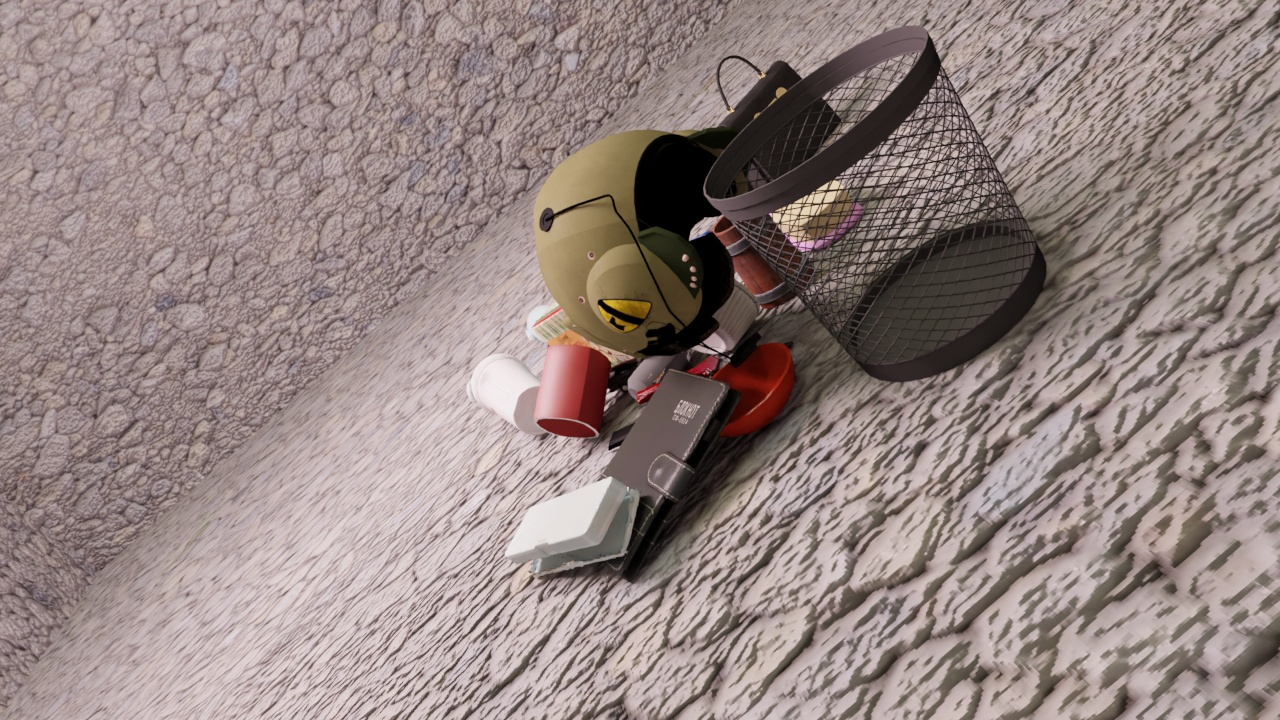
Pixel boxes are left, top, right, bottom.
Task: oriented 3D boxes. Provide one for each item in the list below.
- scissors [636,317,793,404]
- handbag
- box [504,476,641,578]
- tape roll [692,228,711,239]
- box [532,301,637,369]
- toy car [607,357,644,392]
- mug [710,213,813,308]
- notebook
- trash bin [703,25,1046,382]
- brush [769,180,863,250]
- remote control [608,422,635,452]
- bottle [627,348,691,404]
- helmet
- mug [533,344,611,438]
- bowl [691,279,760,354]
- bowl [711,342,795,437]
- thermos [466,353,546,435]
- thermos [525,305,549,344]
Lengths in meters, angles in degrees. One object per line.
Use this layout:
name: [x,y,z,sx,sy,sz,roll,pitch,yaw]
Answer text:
scissors: [0.073,0.031,1.015,0.199,0.015,0.178,-9,47,35]
handbag: [0.185,-0.381,1.401,0.175,0.196,0.072,-51,22,-23]
box: [-0.072,0.166,0.921,0.200,0.067,0.083,-31,53,54]
tape roll: [0.076,-0.157,1.407,0.092,0.016,0.092,-28,24,32]
box: [-0.062,-0.039,1.188,0.050,0.117,0.206,-51,13,-21]
toy car: [-0.007,0.007,1.198,0.092,0.037,0.040,-32,23,24]
mug: [0.129,-0.120,1.104,0.118,0.111,0.081,-32,23,25]
notebook: [0.011,0.106,0.926,0.209,0.029,0.169,-61,20,-5]
trash bin: [0.211,-0.127,0.804,0.218,0.227,0.217,-36,21,16]
brush: [0.210,-0.198,1.212,0.089,0.043,0.228,-42,21,0]
remote control: [0.008,0.076,1.070,0.124,0.012,0.028,-27,25,35]
bottle: [0.030,0.005,1.124,0.112,0.047,0.047,-50,22,-19]
helmet: [0.014,-0.110,0.942,0.233,0.255,0.249,-13,40,40]
mug: [-0.080,0.046,1.168,0.081,0.116,0.096,1,68,21]
bowl: [0.077,-0.053,1.080,0.116,0.115,0.062,-10,52,55]
bowl: [0.111,0.036,0.932,0.122,0.035,0.121,-36,21,16]
thermos: [-0.190,0.049,1.364,0.099,0.099,0.220,-45,24,-10]
thermos: [-0.132,-0.054,1.503,0.077,0.065,0.207,-40,20,-14]
